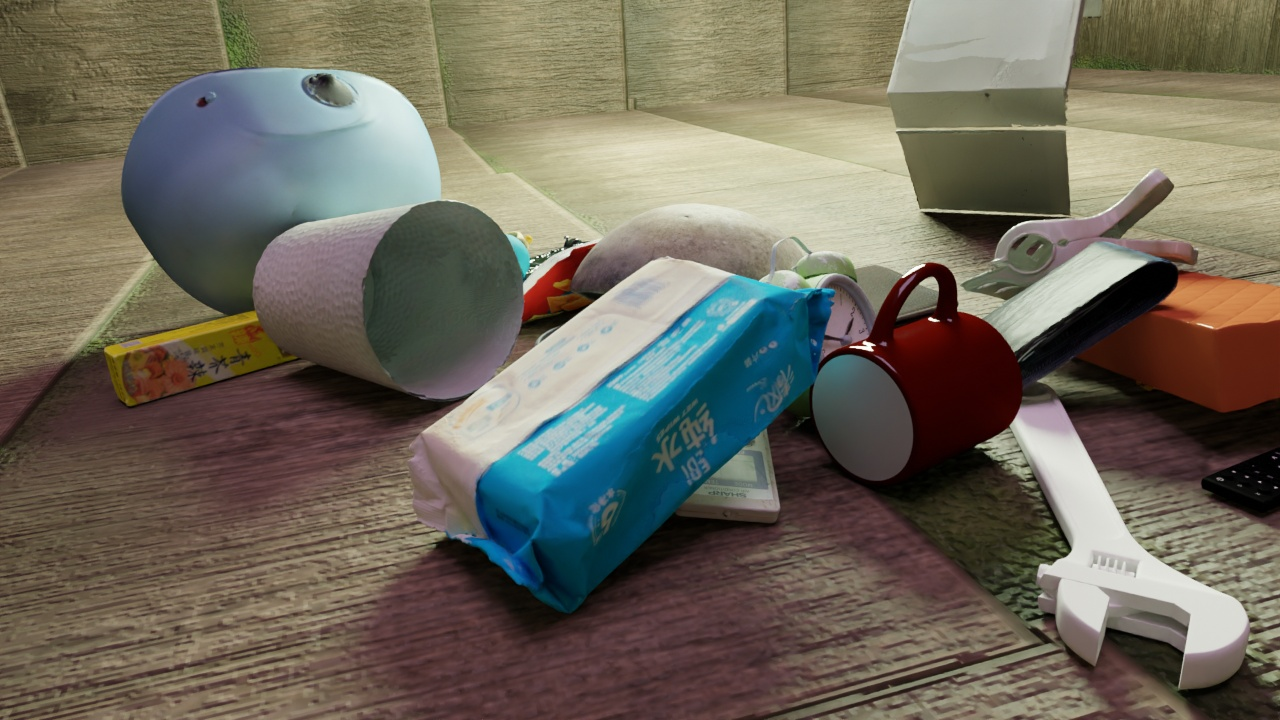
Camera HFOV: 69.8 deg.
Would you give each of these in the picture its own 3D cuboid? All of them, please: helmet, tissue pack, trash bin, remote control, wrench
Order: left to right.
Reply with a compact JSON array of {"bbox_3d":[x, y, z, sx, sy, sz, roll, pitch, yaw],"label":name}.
[{"bbox_3d":[-0.283,-0.126,0.790,0.264,0.226,0.167,-21,64,-35],"label":"helmet"},{"bbox_3d":[-0.186,-0.045,0.652,0.162,0.133,0.133,7,22,39],"label":"trash bin"},{"bbox_3d":[-0.007,0.020,0.443,0.208,0.066,0.117,-41,36,-24],"label":"tissue pack"},{"bbox_3d":[0.041,0.030,0.488,0.050,0.011,0.135,5,38,-5],"label":"remote control"},{"bbox_3d":[0.207,0.061,0.439,0.066,0.018,0.272,1,20,12],"label":"wrench"},{"bbox_3d":[0.338,0.048,0.456,0.139,0.009,0.030,-13,22,-24],"label":"remote control"}]

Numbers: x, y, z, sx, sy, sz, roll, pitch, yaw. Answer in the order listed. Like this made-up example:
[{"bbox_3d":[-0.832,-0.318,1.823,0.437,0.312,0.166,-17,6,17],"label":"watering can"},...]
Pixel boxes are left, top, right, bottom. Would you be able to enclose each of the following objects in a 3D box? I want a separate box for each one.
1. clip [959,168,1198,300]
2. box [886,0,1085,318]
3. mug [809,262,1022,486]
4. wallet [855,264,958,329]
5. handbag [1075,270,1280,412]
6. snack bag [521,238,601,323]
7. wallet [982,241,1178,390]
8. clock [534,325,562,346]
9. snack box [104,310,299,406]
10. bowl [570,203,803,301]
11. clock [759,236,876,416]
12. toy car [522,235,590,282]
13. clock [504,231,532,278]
[{"bbox_3d":[0.313,-0.079,0.660,0.144,0.075,0.124,-25,-12,35],"label":"clip"},{"bbox_3d":[0.375,-0.216,0.985,0.168,0.381,0.171,9,40,29],"label":"box"},{"bbox_3d":[0.142,0.003,0.476,0.082,0.106,0.073,-17,22,-32],"label":"mug"},{"bbox_3d":[0.171,-0.046,0.719,0.099,0.031,0.120,-14,24,-17],"label":"wallet"},{"bbox_3d":[0.340,-0.015,0.544,0.109,0.060,0.171,-12,12,0],"label":"handbag"},{"bbox_3d":[-0.040,-0.071,0.735,0.130,0.039,0.144,-22,-9,-40],"label":"snack bag"},{"bbox_3d":[0.250,-0.030,0.554,0.115,0.026,0.089,-36,9,10],"label":"wallet"},{"bbox_3d":[-0.003,0.003,0.577,0.148,0.056,0.103,11,23,39],"label":"clock"},{"bbox_3d":[-0.316,-0.008,0.690,0.147,0.040,0.029,-21,26,-38],"label":"snack box"},{"bbox_3d":[0.045,-0.066,0.636,0.178,0.081,0.178,10,3,-1],"label":"bowl"},{"bbox_3d":[0.104,-0.015,0.541,0.043,0.119,0.094,-14,8,40],"label":"clock"},{"bbox_3d":[-0.072,-0.080,0.833,0.056,0.044,0.119,14,30,39],"label":"toy car"},{"bbox_3d":[-0.142,-0.064,0.762,0.099,0.044,0.129,-15,36,27],"label":"clock"}]
